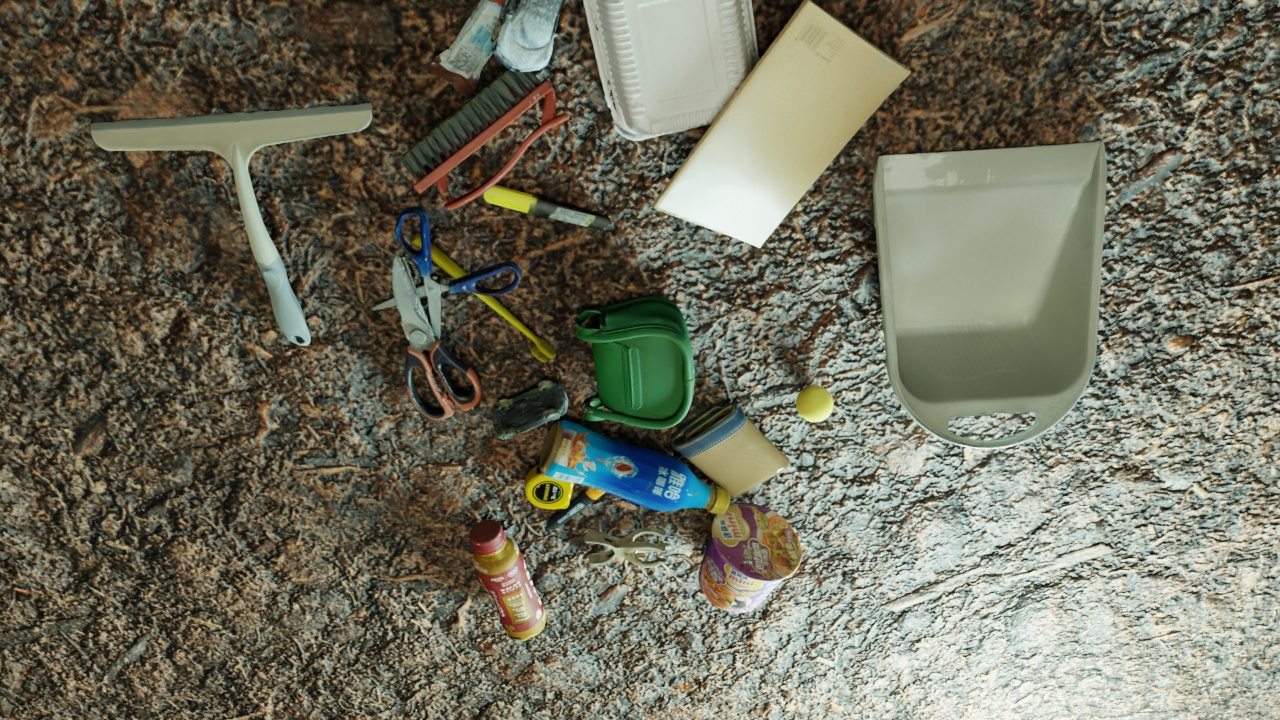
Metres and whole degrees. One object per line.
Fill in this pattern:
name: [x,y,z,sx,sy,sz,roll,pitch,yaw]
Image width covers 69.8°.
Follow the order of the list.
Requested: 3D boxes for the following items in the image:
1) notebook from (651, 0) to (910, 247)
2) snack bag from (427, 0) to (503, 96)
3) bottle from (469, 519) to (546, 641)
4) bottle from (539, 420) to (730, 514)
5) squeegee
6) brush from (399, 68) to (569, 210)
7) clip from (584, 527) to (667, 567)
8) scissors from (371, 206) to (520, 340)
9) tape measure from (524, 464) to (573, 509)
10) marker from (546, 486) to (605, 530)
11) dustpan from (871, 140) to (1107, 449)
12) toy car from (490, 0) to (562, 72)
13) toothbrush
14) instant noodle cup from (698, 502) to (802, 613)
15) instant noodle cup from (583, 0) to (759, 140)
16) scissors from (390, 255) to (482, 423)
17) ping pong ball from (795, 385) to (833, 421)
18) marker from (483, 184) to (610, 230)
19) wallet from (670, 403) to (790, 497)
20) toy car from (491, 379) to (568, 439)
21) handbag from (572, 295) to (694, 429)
notebook: [0.123,-0.196,0.805,0.149,0.012,0.212,12,128,-43]
snack bag: [-0.133,-0.270,0.765,0.045,0.026,0.105,25,121,-34]
bottle: [-0.165,0.269,1.127,0.057,0.057,0.175,-12,125,5]
bottle: [-0.002,0.128,1.029,0.218,0.065,0.065,19,122,-15]
squeegee: [-0.351,-0.108,0.859,0.246,0.039,0.247,-4,126,-1]
brush: [-0.133,-0.194,0.798,0.146,0.063,0.069,-33,109,16]
clip: [-0.017,0.231,1.126,0.101,0.034,0.076,-2,126,3]
scissors: [-0.194,-0.077,0.889,0.162,0.012,0.176,1,134,7]
tape measure: [-0.104,0.143,1.059,0.057,0.028,0.060,7,125,-10]
marker: [-0.067,0.166,1.086,0.018,0.015,0.124,40,116,-22]
dustpan: [0.339,-0.055,0.882,0.222,0.142,0.258,-4,127,-1]
toy car: [-0.085,-0.284,0.736,0.049,0.031,0.106,12,103,-29]
toothbrush: [-0.156,-0.059,0.920,0.017,0.015,0.190,-33,121,26]
instant noodle cup: [0.123,0.244,1.103,0.111,0.111,0.099,11,130,-12]
instant noodle cup: [0.029,-0.266,0.760,0.138,0.060,0.174,-11,124,4]
scissors: [-0.205,-0.019,0.929,0.176,0.015,0.211,23,129,-19]
ping pong ball: [0.190,0.047,1.003,0.040,0.040,0.040,-2,125,-3]
marker: [-0.087,-0.144,0.867,0.124,0.015,0.018,13,124,-16]
wallet: [0.103,0.103,1.044,0.090,0.033,0.115,-34,121,22]
toy car: [-0.118,0.055,0.989,0.091,0.043,0.034,-26,150,17]
handbag: [-0.006,0.006,0.944,0.120,0.067,0.131,-5,125,1]
